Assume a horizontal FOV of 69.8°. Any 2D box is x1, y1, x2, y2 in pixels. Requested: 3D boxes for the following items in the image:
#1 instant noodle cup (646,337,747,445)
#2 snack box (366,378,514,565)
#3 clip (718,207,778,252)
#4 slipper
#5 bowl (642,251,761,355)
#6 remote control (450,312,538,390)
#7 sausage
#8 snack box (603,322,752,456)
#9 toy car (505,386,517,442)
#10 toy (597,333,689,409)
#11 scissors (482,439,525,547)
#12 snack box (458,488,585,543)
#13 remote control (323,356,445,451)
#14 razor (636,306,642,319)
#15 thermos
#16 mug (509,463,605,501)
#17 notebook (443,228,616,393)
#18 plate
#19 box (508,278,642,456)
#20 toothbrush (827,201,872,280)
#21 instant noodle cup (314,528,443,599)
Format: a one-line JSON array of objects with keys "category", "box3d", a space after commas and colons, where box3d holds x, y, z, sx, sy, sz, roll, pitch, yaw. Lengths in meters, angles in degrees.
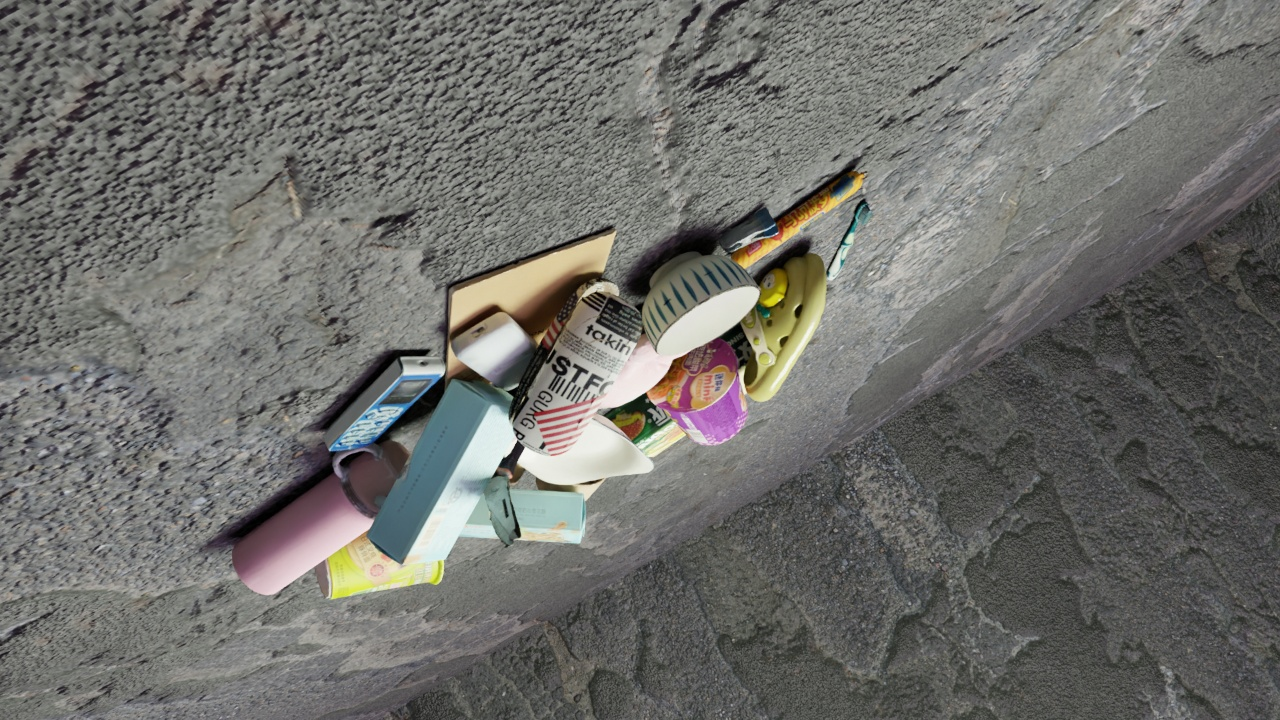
[{"category": "instant noodle cup", "box3d": [0.075, 0.040, 1.086, 0.111, 0.111, 0.099, -31, 137, 2]}, {"category": "snack box", "box3d": [-0.179, 0.104, 0.854, 0.175, 0.051, 0.074, -60, 160, 4]}, {"category": "clip", "box3d": [0.102, -0.123, 0.877, 0.058, 0.026, 0.038, -26, 153, 12]}, {"category": "slipper", "box3d": [0.149, -0.038, 1.057, 0.081, 0.091, 0.191, 15, 120, -12]}, {"category": "bowl", "box3d": [0.050, -0.062, 0.885, 0.116, 0.066, 0.117, -27, 161, -10]}, {"category": "remote control", "box3d": [-0.120, -0.006, 0.808, 0.056, 0.020, 0.136, -32, 162, 1]}, {"category": "sausage", "box3d": [0.156, -0.140, 0.918, 0.165, 0.021, 0.021, -35, 162, 12]}, {"category": "snack box", "box3d": [0.073, 0.042, 1.217, 0.240, 0.063, 0.114, -36, 162, 17]}, {"category": "toy car", "box3d": [-0.117, 0.045, 0.928, 0.122, 0.056, 0.037, -30, 159, -1]}, {"category": "toy", "box3d": [-0.006, 0.006, 0.995, 0.121, 0.054, 0.160, -10, 161, -47]}, {"category": "scissors", "box3d": [-0.131, 0.112, 0.903, 0.209, 0.015, 0.184, -2, -139, 45]}, {"category": "snack box", "box3d": [-0.157, 0.194, 1.151, 0.175, 0.051, 0.074, 4, 158, -3]}, {"category": "remote control", "box3d": [-0.221, 0.036, 0.784, 0.125, 0.024, 0.049, -39, 161, 28]}, {"category": "razor", "box3d": [-0.001, -0.043, 0.931, 0.142, 0.022, 0.043, -28, -171, -17]}, {"category": "thermos", "box3d": [-0.310, 0.147, 0.891, 0.199, 0.067, 0.087, -35, 133, 14]}, {"category": "mug", "box3d": [-0.107, 0.140, 1.188, 0.124, 0.084, 0.104, 3, 152, -18]}, {"category": "notebook", "box3d": [-0.103, -0.035, 0.810, 0.147, 0.008, 0.208, -23, 161, -23]}, {"category": "plate", "box3d": [-0.081, 0.093, 1.048, 0.165, 0.034, 0.163, -14, 145, 31]}, {"category": "box", "box3d": [-0.064, 0.000, 0.819, 0.076, 0.087, 0.163, 24, 111, -17]}, {"category": "toothbrush", "box3d": [0.246, -0.135, 1.087, 0.016, 0.018, 0.192, -28, 162, -10]}, {"category": "instant noodle cup", "box3d": [-0.297, 0.212, 1.024, 0.123, 0.111, 0.112, -11, 155, -31]}]
